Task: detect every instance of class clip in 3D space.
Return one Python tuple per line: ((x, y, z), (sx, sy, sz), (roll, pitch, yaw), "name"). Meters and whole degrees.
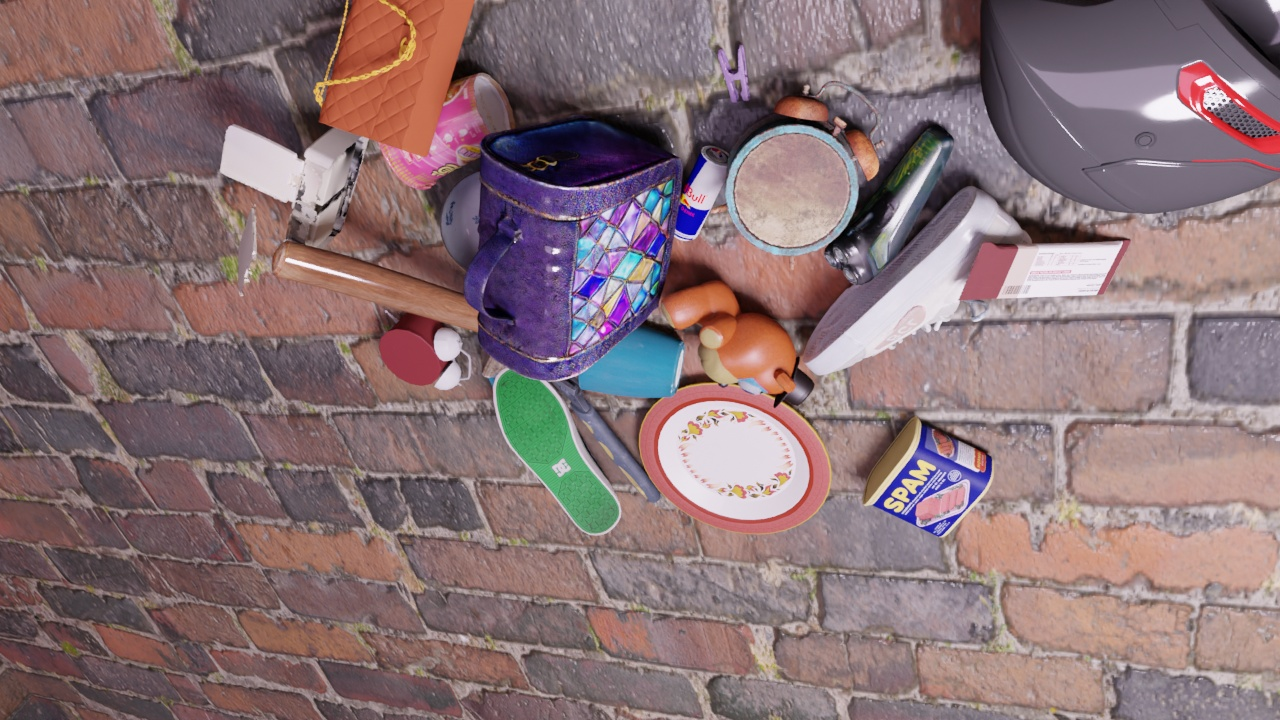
((0.086, -0.255, 0.818), (0.035, 0.013, 0.052), (-4, 126, 27), "clip")

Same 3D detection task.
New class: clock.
((0.145, -0.172, 0.817), (0.121, 0.073, 0.158), (35, 112, -6), "clock")
((-0.264, -0.011, 1.129), (0.124, 0.044, 0.087), (18, 130, 10), "clock")

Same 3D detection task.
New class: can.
((0.308, 0.128, 0.983), (0.092, 0.056, 0.116), (25, 131, 2), "can")
((0.057, -0.160, 0.888), (0.032, 0.032, 0.095), (28, 131, 2), "can")

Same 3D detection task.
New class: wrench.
((-0.051, 0.080, 1.097), (0.073, 0.022, 0.273), (18, 149, 53), "wrench")

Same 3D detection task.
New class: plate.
((0.109, 0.114, 1.079), (0.230, 0.021, 0.230), (12, 128, 15), "plate")

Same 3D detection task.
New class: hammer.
((-0.242, -0.064, 0.984), (0.300, 0.037, 0.158), (17, 139, -33), "hammer")

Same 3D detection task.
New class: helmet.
((0.348, -0.194, 0.653), (0.264, 0.163, 0.170), (29, 143, -13), "helmet")

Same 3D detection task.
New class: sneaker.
((0.254, -0.049, 0.851), (0.090, 0.089, 0.243), (34, 130, -11), "sneaker")
((-0.107, 0.108, 1.139), (0.084, 0.079, 0.235), (-33, 97, -4), "sneaker")

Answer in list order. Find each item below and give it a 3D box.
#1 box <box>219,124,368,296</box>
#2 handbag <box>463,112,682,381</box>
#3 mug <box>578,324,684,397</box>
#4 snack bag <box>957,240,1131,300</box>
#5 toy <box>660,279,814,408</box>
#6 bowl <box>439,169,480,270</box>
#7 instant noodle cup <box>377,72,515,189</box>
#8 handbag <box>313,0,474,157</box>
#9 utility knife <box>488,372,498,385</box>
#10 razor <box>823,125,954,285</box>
((-0.384, -0.173, 0.953), (0.106, 0.192, 0.144), (27, 124, -5), "box")
((-0.074, -0.106, 0.848), (0.125, 0.221, 0.205), (31, 133, 25), "handbag")
((-0.006, 0.006, 1.018), (0.104, 0.084, 0.112), (10, 157, 9), "mug")
((0.346, -0.078, 0.784), (0.157, 0.013, 0.057), (-4, 128, -19), "snack bag")
((0.100, -0.019, 0.933), (0.176, 0.112, 0.096), (26, 94, 5), "toy")
((-0.151, -0.144, 0.966), (0.114, 0.045, 0.114), (0, 100, 0), "bowl")
((-0.188, -0.232, 0.904), (0.109, 0.097, 0.098), (-15, 118, 23), "instant noodle cup")
((-0.231, -0.289, 0.841), (0.109, 0.060, 0.172), (21, 98, 17), "handbag")
((-0.157, 0.071, 1.166), (0.022, 0.015, 0.151), (-5, 125, 25), "utility knife")
((0.220, -0.137, 0.810), (0.054, 0.067, 0.152), (47, 122, 27), "razor")
